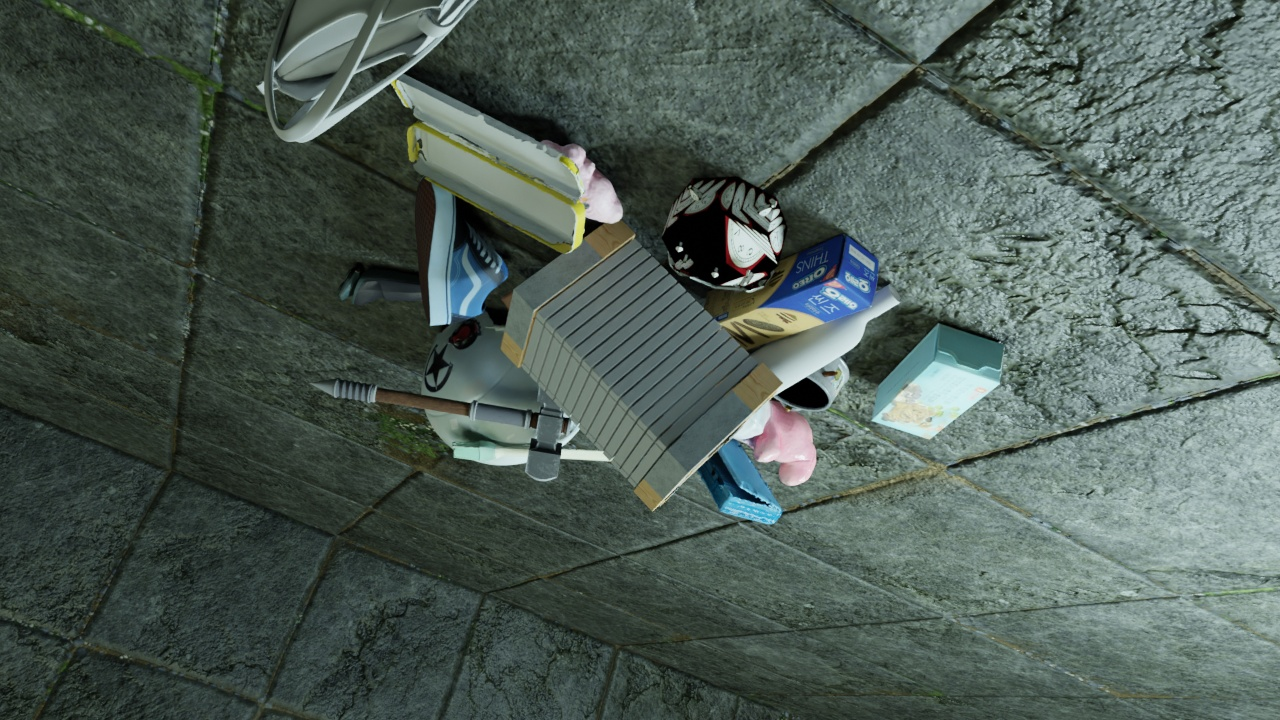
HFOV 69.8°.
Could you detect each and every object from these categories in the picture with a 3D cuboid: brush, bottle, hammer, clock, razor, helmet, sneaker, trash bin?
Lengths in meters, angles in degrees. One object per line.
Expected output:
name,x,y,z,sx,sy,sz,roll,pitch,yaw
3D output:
brush,-0.137,0.122,1.210,0.217,0.012,0.033,3,141,-7
bottle,0.186,-0.020,0.969,0.196,0.052,0.052,-35,126,31
hammer,-0.247,0.056,1.145,0.322,0.156,0.043,10,-164,-5
clock,0.189,0.021,1.086,0.104,0.056,0.148,23,155,13
razor,-0.330,-0.095,1.201,0.143,0.047,0.052,5,127,18
helmet,-0.186,0.057,1.268,0.265,0.163,0.236,-9,144,40
sneaker,-0.201,-0.129,1.047,0.098,0.083,0.242,-12,152,-18
trash bin,-0.006,0.006,0.967,0.247,0.142,0.143,46,154,8
clock,0.079,-0.107,0.901,0.115,0.064,0.155,14,152,7

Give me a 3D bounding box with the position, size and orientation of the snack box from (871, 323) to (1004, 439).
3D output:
snack box,0.327,0.027,1.020,0.075,0.053,0.175,18,154,-1

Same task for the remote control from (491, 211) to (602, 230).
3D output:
remote control,-0.098,-0.156,0.971,0.137,0.015,0.032,1,149,34

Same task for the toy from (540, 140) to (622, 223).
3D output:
toy,-0.069,-0.171,0.886,0.102,0.050,0.093,8,146,12

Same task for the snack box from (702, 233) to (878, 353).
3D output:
snack box,0.148,-0.063,0.951,0.056,0.057,0.207,32,150,-27

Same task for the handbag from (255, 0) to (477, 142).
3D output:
handbag,-0.200,-0.233,0.659,0.216,0.222,0.095,-5,145,37

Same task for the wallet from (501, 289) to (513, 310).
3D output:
wallet,-0.099,-0.044,1.089,0.087,0.013,0.121,-29,101,19

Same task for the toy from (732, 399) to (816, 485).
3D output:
toy,0.136,0.065,1.150,0.213,0.084,0.142,38,-169,-29

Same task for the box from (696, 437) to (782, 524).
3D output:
box,0.101,0.109,1.163,0.093,0.231,0.049,19,114,-30

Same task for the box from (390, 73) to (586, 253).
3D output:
box,-0.142,-0.186,0.862,0.210,0.038,0.130,30,153,17
